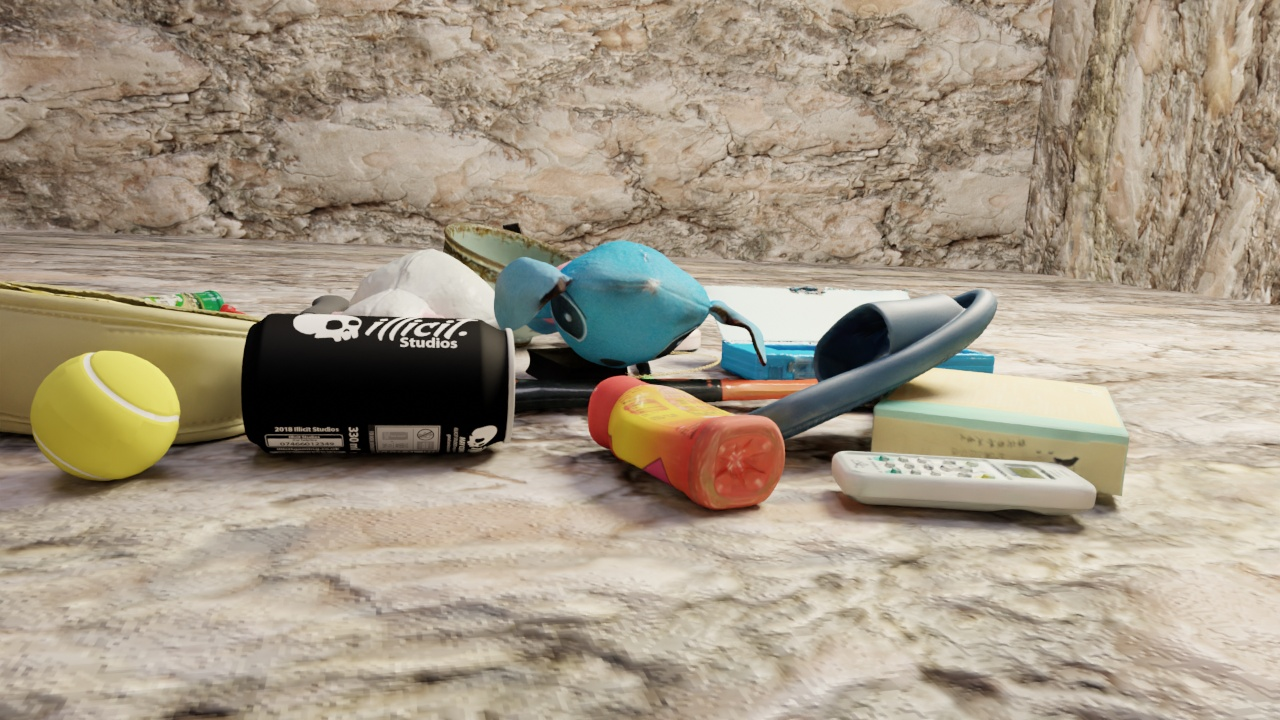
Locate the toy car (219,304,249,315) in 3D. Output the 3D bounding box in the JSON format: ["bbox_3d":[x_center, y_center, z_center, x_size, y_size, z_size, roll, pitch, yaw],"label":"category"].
[{"bbox_3d":[-0.298,-0.021,0.694,0.038,0.025,0.090,20,-24,-17],"label":"toy car"}]

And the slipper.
[{"bbox_3d":[0.146,-0.002,0.618,0.213,0.059,0.104,-26,-6,-23],"label":"slipper"}]

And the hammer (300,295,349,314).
[{"bbox_3d":[-0.342,-0.044,0.969,0.125,0.029,0.311,1,9,-10],"label":"hammer"}]

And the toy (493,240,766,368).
[{"bbox_3d":[-0.011,-0.044,0.749,0.224,0.099,0.191,6,2,-15],"label":"toy"}]

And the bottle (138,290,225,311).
[{"bbox_3d":[-0.460,-0.043,0.887,0.043,0.043,0.109,10,13,33],"label":"bottle"}]

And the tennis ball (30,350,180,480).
[{"bbox_3d":[-0.268,0.028,0.462,0.065,0.065,0.065,3,10,-1],"label":"tennis ball"}]

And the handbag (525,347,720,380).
[{"bbox_3d":[-0.006,0.005,0.793,0.177,0.027,0.084,-4,16,-36],"label":"handbag"}]

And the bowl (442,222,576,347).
[{"bbox_3d":[-0.136,-0.070,0.947,0.160,0.094,0.159,18,16,-6],"label":"bowl"}]

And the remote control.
[{"bbox_3d":[0.174,0.069,0.501,0.133,0.022,0.050,4,9,1],"label":"remote control"}]

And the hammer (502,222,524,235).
[{"bbox_3d":[-0.201,-0.071,0.993,0.033,0.120,0.329,-7,12,23],"label":"hammer"}]

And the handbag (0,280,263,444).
[{"bbox_3d":[-0.335,-0.007,0.589,0.233,0.088,0.190,6,7,18],"label":"handbag"}]

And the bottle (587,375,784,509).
[{"bbox_3d":[0.018,0.042,0.524,0.071,0.048,0.134,-3,11,-32],"label":"bottle"}]

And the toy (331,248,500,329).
[{"bbox_3d":[-0.196,-0.035,0.776,0.139,0.101,0.179,3,18,16],"label":"toy"}]

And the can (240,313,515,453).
[{"bbox_3d":[-0.150,0.014,0.538,0.146,0.080,0.080,1,10,-13],"label":"can"}]

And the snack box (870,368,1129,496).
[{"bbox_3d":[0.245,0.040,0.626,0.142,0.044,0.193,6,10,23],"label":"snack box"}]

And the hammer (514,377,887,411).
[{"bbox_3d":[0.046,0.024,0.706,0.332,0.033,0.133,-1,11,-15],"label":"hammer"}]

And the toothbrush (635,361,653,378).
[{"bbox_3d":[0.002,0.002,0.854,0.014,0.017,0.188,-3,11,-4],"label":"toothbrush"}]

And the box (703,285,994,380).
[{"bbox_3d":[0.193,-0.015,0.899,0.243,0.060,0.175,0,27,-17],"label":"box"}]

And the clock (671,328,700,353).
[{"bbox_3d":[-0.010,-0.047,1.007,0.158,0.059,0.116,4,10,9],"label":"clock"}]
